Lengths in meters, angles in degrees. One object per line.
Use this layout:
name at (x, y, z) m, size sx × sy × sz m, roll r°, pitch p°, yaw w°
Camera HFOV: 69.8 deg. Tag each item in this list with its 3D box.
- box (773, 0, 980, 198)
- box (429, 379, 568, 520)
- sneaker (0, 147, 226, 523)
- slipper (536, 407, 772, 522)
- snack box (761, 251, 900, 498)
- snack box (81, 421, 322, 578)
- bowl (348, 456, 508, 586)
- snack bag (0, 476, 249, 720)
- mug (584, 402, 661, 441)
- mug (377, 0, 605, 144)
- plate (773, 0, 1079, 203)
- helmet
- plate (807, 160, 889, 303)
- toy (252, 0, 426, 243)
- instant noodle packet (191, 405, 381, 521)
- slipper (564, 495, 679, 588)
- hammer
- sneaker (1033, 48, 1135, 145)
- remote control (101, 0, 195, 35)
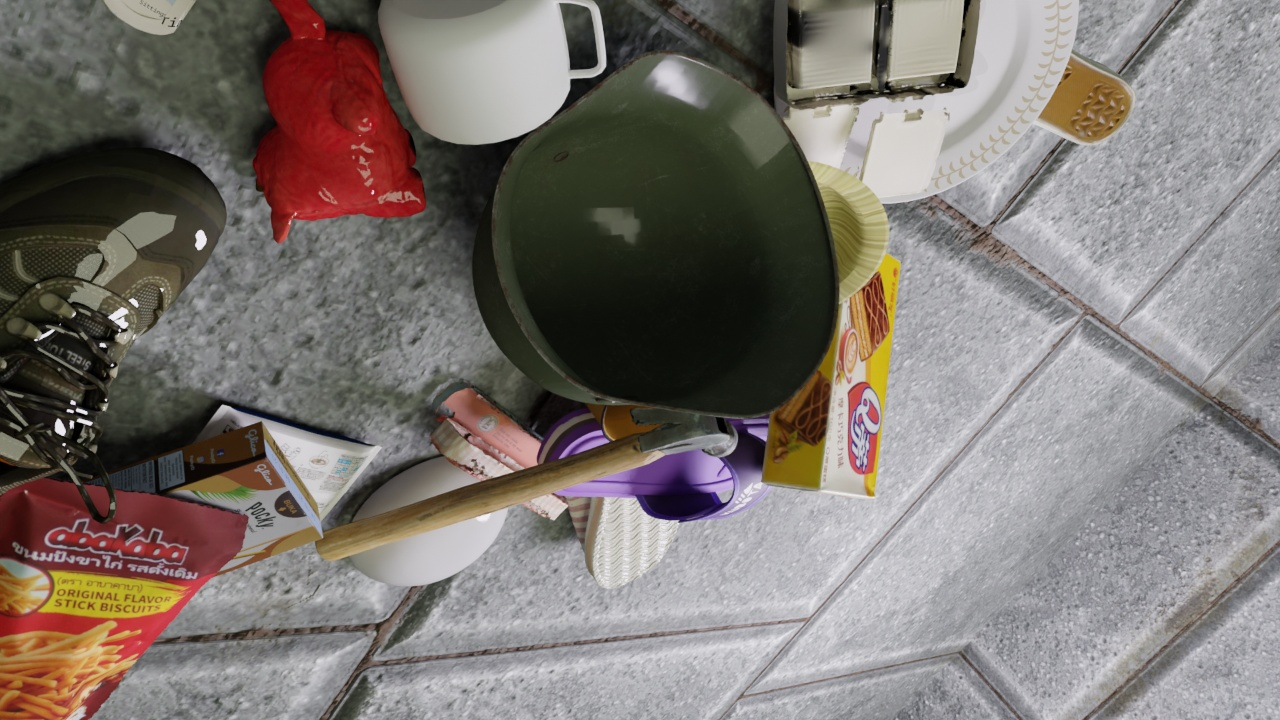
box at (0.165, -0.203, 0.677) m, size 0.144 × 0.058 × 0.188 m, roll -7°, pitch 128°, yaw -10°
box at (-0.109, 0.081, 0.772) m, size 0.187 × 0.056 × 0.070 m, roll 46°, pitch 61°, yaw -56°
sneaker at (-0.297, 0.004, 0.444) m, size 0.238 × 0.143 × 0.101 m, roll -42°, pitch 144°, yaw 2°
slipper at (0.042, 0.103, 0.816) m, size 0.266 × 0.084 × 0.107 m, roll 5°, pitch 128°, yaw -37°
snack box at (0.177, 0.007, 0.837) m, size 0.110 × 0.062 × 0.230 m, roll 16°, pitch 79°, yaw -49°
snack box at (-0.319, 0.112, 0.602) m, size 0.186 × 0.031 × 0.101 m, roll -19°, pitch 141°, yaw -9°
bowl at (-0.174, 0.149, 0.793) m, size 0.149 × 0.043 × 0.150 m, roll -24°, pitch 141°, yaw -21°
snack bag at (-0.359, 0.152, 0.571) m, size 0.139 × 0.066 × 0.208 m, roll 29°, pitch 107°, yaw -40°
mug at (-0.004, 0.005, 0.748) m, size 0.100 × 0.094 × 0.123 m, roll -44°, pitch 145°, yaw 8°
mug at (-0.076, -0.169, 0.488) m, size 0.116 × 0.094 × 0.068 m, roll 0°, pitch 140°, yaw 9°
plate at (0.219, -0.232, 0.710) m, size 0.242 × 0.016 × 0.243 m, roll -7°, pitch 131°, yaw -8°
helmet at (-0.012, -0.061, 0.600) m, size 0.154 × 0.227 × 0.267 m, roll -15°, pitch -179°, yaw 44°
plate at (0.103, -0.101, 0.742) m, size 0.184 × 0.036 × 0.185 m, roll 0°, pitch 142°, yaw 0°
toy at (-0.176, -0.128, 0.477) m, size 0.094 × 0.088 × 0.133 m, roll -17°, pitch 129°, yaw -2°
instant noodle packet at (-0.262, 0.080, 0.655) m, size 0.087 × 0.026 × 0.134 m, roll -49°, pitch 143°, yaw 11°
slipper at (-0.016, 0.119, 0.898) m, size 0.114 × 0.052 × 0.263 m, roll -16°, pitch 131°, yaw -25°
hammer at (-0.094, 0.095, 0.688) m, size 0.331 × 0.033 × 0.132 m, roll -19°, pitch 166°, yaw 12°
sneaker at (0.317, -0.251, 0.789) m, size 0.235 × 0.079 × 0.088 m, roll 8°, pitch 125°, yaw -24°
remote control at (-0.199, -0.206, 0.416) m, size 0.126 × 0.018 × 0.038 m, roll -49°, pitch 144°, yaw 9°
